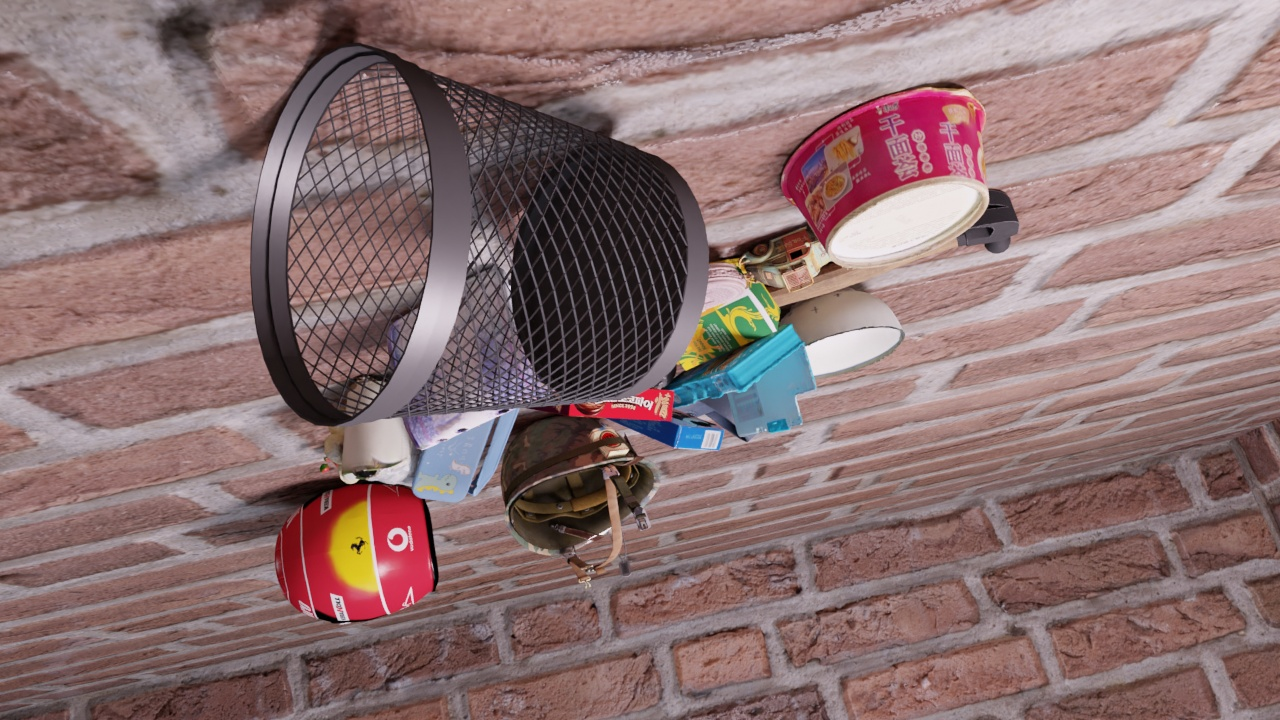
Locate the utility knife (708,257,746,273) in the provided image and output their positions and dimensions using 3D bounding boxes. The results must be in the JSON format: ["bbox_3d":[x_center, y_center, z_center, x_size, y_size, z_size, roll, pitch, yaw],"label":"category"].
[{"bbox_3d":[0.061,-0.089,0.925,0.227,0.019,0.030,-7,150,-7],"label":"utility knife"}]

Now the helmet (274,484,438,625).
[{"bbox_3d":[-0.419,0.285,1.356,0.224,0.197,0.271,-8,167,-14],"label":"helmet"}]

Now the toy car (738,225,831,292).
[{"bbox_3d":[0.153,-0.096,0.894,0.112,0.047,0.047,-22,143,13],"label":"toy car"}]

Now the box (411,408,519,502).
[{"bbox_3d":[-0.173,0.069,0.999,0.121,0.047,0.210,-13,136,-47],"label":"box"}]

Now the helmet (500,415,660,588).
[{"bbox_3d":[-0.074,0.182,1.234,0.224,0.236,0.193,7,130,-21],"label":"helmet"}]

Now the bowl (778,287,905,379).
[{"bbox_3d":[0.223,-0.036,1.073,0.153,0.072,0.153,-11,160,-4],"label":"bowl"}]

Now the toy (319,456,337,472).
[{"bbox_3d":[-0.359,0.126,1.189,0.084,0.046,0.103,-28,160,19],"label":"toy"}]

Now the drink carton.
[{"bbox_3d":[0.080,-0.041,0.980,0.123,0.041,0.058,-25,116,28],"label":"drink carton"}]

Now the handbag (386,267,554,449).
[{"bbox_3d":[-0.156,0.000,0.862,0.159,0.126,0.069,-24,159,24],"label":"handbag"}]

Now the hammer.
[{"bbox_3d":[0.238,-0.101,0.970,0.306,0.040,0.132,-18,162,15],"label":"hammer"}]

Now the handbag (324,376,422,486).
[{"bbox_3d":[-0.279,0.093,1.063,0.124,0.112,0.171,-13,162,27],"label":"handbag"}]

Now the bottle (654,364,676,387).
[{"bbox_3d":[-0.006,0.006,1.084,0.112,0.047,0.047,6,153,-42],"label":"bottle"}]

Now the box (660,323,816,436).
[{"bbox_3d":[0.122,0.043,1.057,0.097,0.117,0.227,-37,-176,-20],"label":"box"}]

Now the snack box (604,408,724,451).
[{"bbox_3d":[0.024,0.079,1.196,0.087,0.033,0.154,9,-173,-45],"label":"snack box"}]

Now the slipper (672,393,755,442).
[{"bbox_3d":[0.123,0.076,1.297,0.264,0.082,0.101,-14,158,4],"label":"slipper"}]

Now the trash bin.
[{"bbox_3d":[-0.100,-0.068,0.607,0.226,0.217,0.218,2,155,-45],"label":"trash bin"}]

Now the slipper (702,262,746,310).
[{"bbox_3d":[-0.001,-0.033,0.934,0.240,0.064,0.094,-19,162,31],"label":"slipper"}]

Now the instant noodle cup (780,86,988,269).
[{"bbox_3d":[0.216,-0.143,0.780,0.178,0.077,0.179,-11,160,-4],"label":"instant noodle cup"}]

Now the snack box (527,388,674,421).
[{"bbox_3d":[-0.062,0.044,1.081,0.151,0.036,0.133,6,179,-42],"label":"snack box"}]
